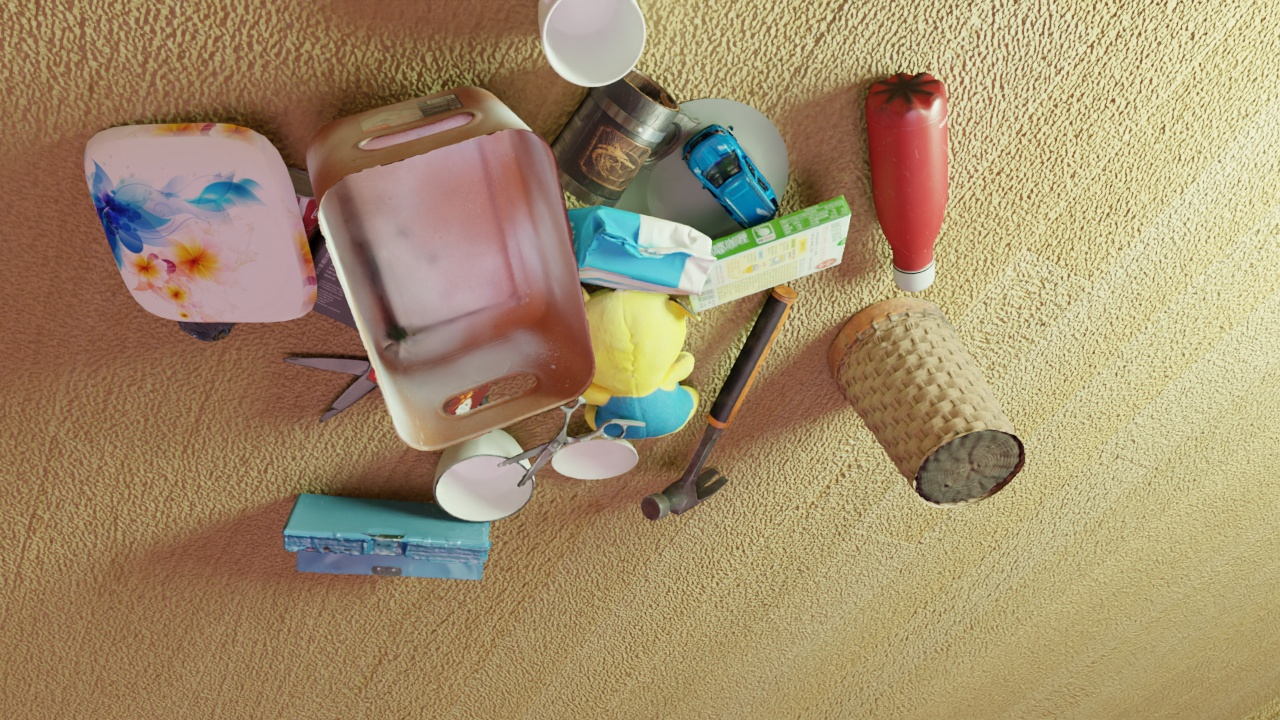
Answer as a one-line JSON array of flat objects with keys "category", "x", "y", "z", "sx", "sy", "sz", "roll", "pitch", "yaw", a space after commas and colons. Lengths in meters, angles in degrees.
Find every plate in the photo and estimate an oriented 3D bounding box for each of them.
[{"category": "plate", "x": 0.061, "y": -0.172, "z": 0.907, "sx": 0.178, "sy": 0.012, "sz": 0.179, "roll": -7, "pitch": 131, "yaw": -8}, {"category": "plate", "x": -0.386, "y": -0.112, "z": 0.803, "sx": 0.187, "sy": 0.016, "sz": 0.187, "roll": 0, "pitch": 121, "yaw": 7}, {"category": "plate", "x": -0.055, "y": 0.110, "z": 1.106, "sx": 0.104, "sy": 0.026, "sz": 0.104, "roll": -3, "pitch": 148, "yaw": -2}]

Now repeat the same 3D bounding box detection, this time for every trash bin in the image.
[{"category": "trash bin", "x": -0.160, "y": -0.081, "z": 0.780, "sx": 0.181, "sy": 0.157, "sz": 0.260, "roll": -20, "pitch": 127, "yaw": -13}, {"category": "trash bin", "x": 0.315, "y": 0.050, "z": 1.027, "sx": 0.151, "sy": 0.209, "sz": 0.151, "roll": -6, "pitch": 131, "yaw": -7}]

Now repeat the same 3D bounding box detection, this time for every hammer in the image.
[{"category": "hammer", "x": 0.109, "y": 0.051, "z": 1.079, "sx": 0.137, "sy": 0.035, "sz": 0.315, "roll": -10, "pitch": 132, "yaw": -50}]

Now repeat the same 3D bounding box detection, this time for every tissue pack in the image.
[{"category": "tissue pack", "x": -0.019, "y": -0.100, "z": 0.835, "sx": 0.117, "sy": 0.209, "sz": 0.066, "roll": 11, "pitch": 92, "yaw": -21}]

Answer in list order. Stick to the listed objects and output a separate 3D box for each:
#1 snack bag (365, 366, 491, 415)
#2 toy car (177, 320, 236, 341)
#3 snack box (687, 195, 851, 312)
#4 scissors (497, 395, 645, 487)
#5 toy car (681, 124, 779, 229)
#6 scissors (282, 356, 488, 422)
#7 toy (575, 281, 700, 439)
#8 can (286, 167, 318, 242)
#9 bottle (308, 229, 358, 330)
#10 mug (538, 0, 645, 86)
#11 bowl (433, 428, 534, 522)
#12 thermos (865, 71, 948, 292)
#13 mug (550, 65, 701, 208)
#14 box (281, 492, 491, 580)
[{"category": "snack bag", "x": -0.178, "y": -0.041, "z": 0.933, "sx": 0.138, "sy": 0.066, "sz": 0.208, "roll": 26, "pitch": 106, "yaw": -29}, {"category": "toy car", "x": -0.402, "y": -0.058, "z": 0.884, "sx": 0.106, "sy": 0.032, "sz": 0.048, "roll": -36, "pitch": 129, "yaw": 25}, {"category": "snack box", "x": 0.124, "y": -0.104, "z": 0.930, "sx": 0.168, "sy": 0.027, "sz": 0.132, "roll": -19, "pitch": 164, "yaw": 3}, {"category": "scissors", "x": -0.077, "y": 0.094, "z": 1.008, "sx": 0.147, "sy": 0.014, "sz": 0.142, "roll": 15, "pitch": 117, "yaw": -7}, {"category": "toy car", "x": 0.090, "y": -0.172, "z": 0.874, "sx": 0.056, "sy": 0.043, "sz": 0.120, "roll": -35, "pitch": 129, "yaw": 17}, {"category": "scissors", "x": -0.257, "y": 0.011, "z": 0.988, "sx": 0.226, "sy": 0.016, "sz": 0.229, "roll": -41, "pitch": 127, "yaw": 21}, {"category": "toy", "x": -0.006, "y": 0.006, "z": 0.999, "sx": 0.149, "sy": 0.084, "sz": 0.214, "roll": -12, "pitch": 134, "yaw": -5}, {"category": "can", "x": -0.325, "y": -0.123, "z": 0.832, "sx": 0.054, "sy": 0.054, "sz": 0.097, "roll": 19, "pitch": 123, "yaw": -27}, {"category": "bottle", "x": -0.253, "y": -0.113, "z": 0.862, "sx": 0.083, "sy": 0.046, "sz": 0.174, "roll": 27, "pitch": 120, "yaw": -31}, {"category": "mug", "x": -0.055, "y": -0.285, "z": 0.731, "sx": 0.114, "sy": 0.087, "sz": 0.081, "roll": 32, "pitch": 117, "yaw": -34}, {"category": "bowl", "x": -0.184, "y": 0.128, "z": 1.074, "sx": 0.116, "sy": 0.065, "sz": 0.116, "roll": -7, "pitch": 131, "yaw": -8}, {"category": "thermos", "x": 0.271, "y": -0.167, "z": 0.920, "sx": 0.073, "sy": 0.073, "sz": 0.240, "roll": -17, "pitch": 132, "yaw": 2}, {"category": "mug", "x": -0.013, "y": -0.199, "z": 0.830, "sx": 0.115, "sy": 0.080, "sz": 0.107, "roll": 11, "pitch": 128, "yaw": -44}, {"category": "box", "x": -0.299, "y": 0.232, "z": 1.092, "sx": 0.231, "sy": 0.094, "sz": 0.112, "roll": 5, "pitch": 111, "yaw": -11}]
